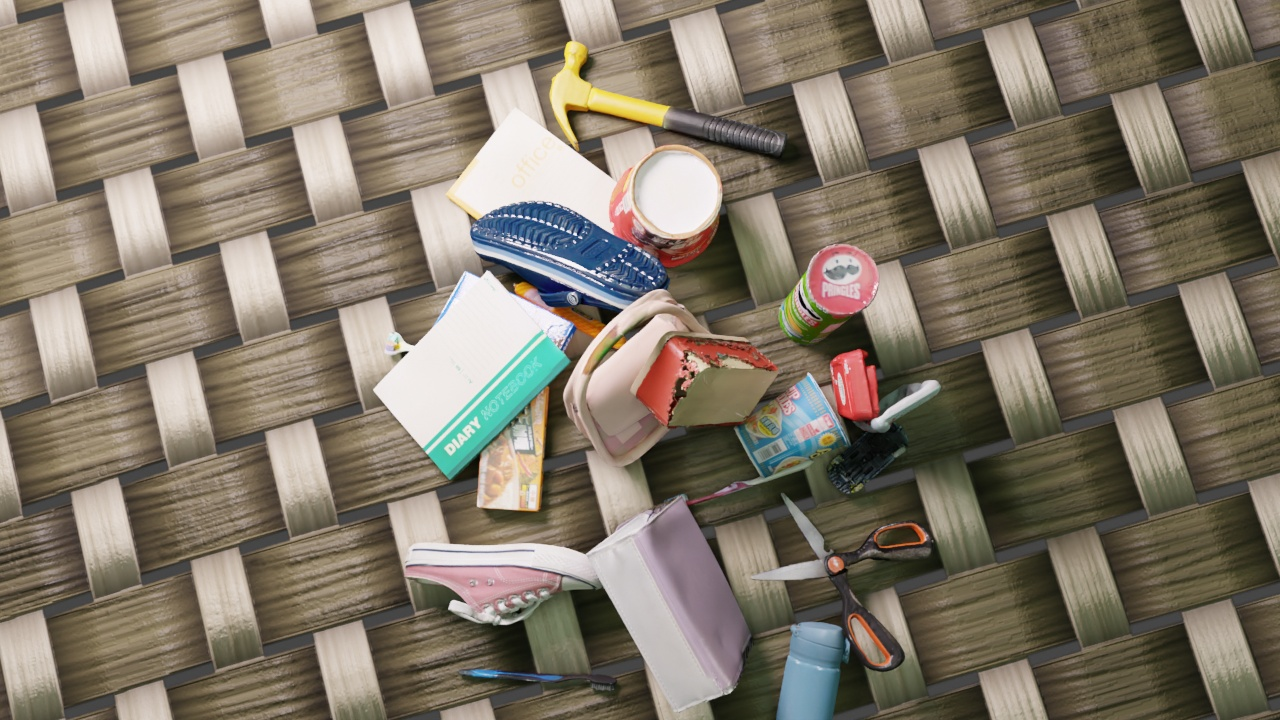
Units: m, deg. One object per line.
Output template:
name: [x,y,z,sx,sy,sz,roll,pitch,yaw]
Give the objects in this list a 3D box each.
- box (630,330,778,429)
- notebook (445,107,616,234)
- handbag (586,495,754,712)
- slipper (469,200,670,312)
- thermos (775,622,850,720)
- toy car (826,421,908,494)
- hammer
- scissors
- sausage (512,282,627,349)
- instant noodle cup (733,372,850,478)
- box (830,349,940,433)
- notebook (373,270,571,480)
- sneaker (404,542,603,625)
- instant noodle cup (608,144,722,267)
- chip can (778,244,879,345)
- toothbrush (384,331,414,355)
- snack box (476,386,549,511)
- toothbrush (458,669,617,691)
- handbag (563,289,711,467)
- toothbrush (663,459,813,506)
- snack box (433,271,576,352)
box: [0.080,0.025,0.996,0.077,0.168,0.091,43,114,30]
notebook: [-0.119,-0.201,1.145,0.206,0.010,0.146,38,86,4]
handbag: [0.040,0.266,1.028,0.099,0.144,0.197,-31,86,29]
slipper: [-0.081,-0.111,1.089,0.253,0.095,0.104,22,42,18]
thermos: [0.188,0.410,1.048,0.070,0.070,0.220,12,85,3]
toy car: [0.270,0.114,1.092,0.105,0.031,0.049,-40,85,-1]
hammer: [0.033,-0.302,1.141,0.301,0.033,0.128,14,85,3]
scissors: [0.244,0.241,1.055,0.220,0.022,0.233,-23,71,-17]
sausage: [-0.085,-0.055,1.124,0.165,0.021,0.021,29,85,4]
instant noodle cup: [0.173,0.083,1.072,0.110,0.099,0.099,-29,84,5]
box: [0.270,0.032,1.014,0.100,0.201,0.095,-9,87,7]
notebook: [-0.203,0.019,1.091,0.209,0.012,0.150,-44,81,11]
sneaker: [-0.157,0.260,1.054,0.241,0.118,0.087,1,66,7]
instant noodle cup: [0.034,-0.185,1.084,0.138,0.108,0.138,0,87,-5]
chip can: [0.201,-0.065,1.010,0.072,0.236,0.072,0,83,2]
toothbrush: [-0.220,0.000,1.123,0.189,0.020,0.029,13,82,2]
snack box: [-0.153,0.103,1.108,0.075,0.026,0.153,3,84,2]
toothbrush: [-0.122,0.377,1.086,0.189,0.014,0.016,3,108,2]
handbag: [-0.006,0.006,1.008,0.193,0.234,0.093,-43,67,-5]
toothbrush: [0.118,0.148,1.102,0.187,0.016,0.017,-18,74,0]
snack box: [-0.164,-0.038,1.109,0.157,0.026,0.084,26,83,13]
